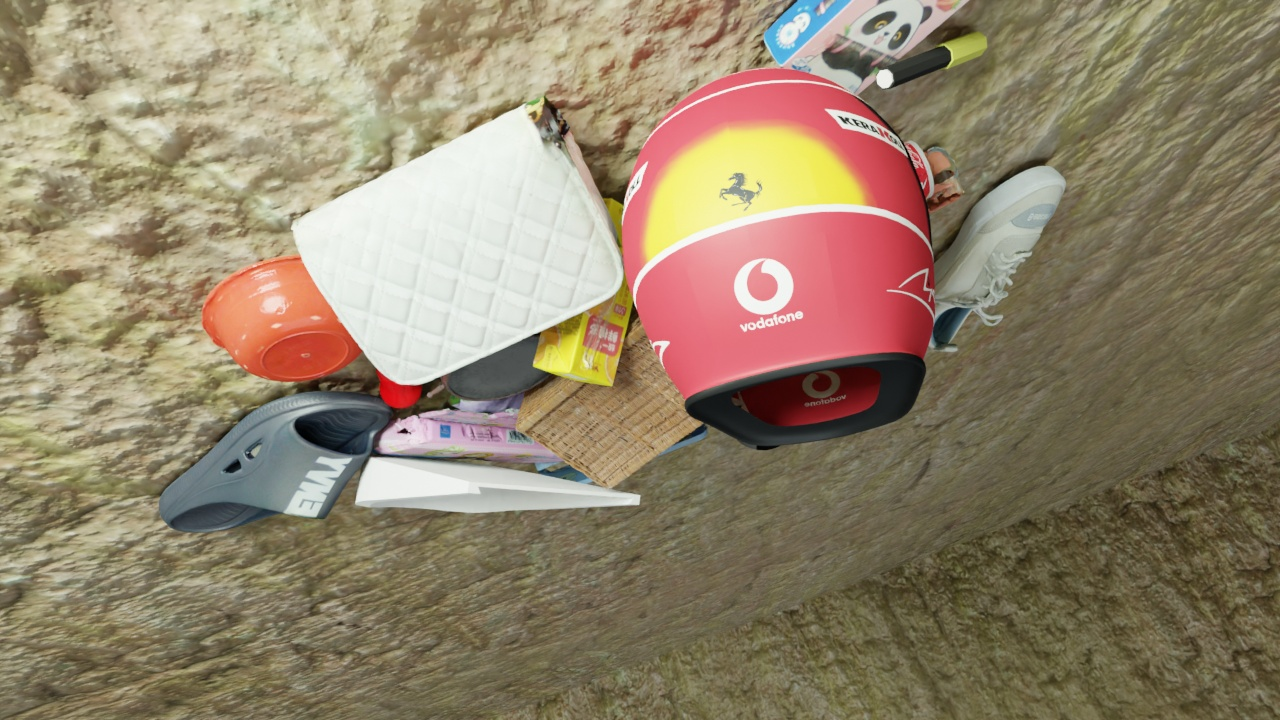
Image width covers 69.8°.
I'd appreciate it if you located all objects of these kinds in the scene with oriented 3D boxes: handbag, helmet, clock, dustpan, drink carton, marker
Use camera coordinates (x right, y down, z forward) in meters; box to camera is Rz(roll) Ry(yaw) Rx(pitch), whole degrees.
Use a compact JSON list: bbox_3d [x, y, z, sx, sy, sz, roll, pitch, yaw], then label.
[{"bbox_3d":[-0.117,-0.079,0.624,0.195,0.072,0.139,-24,122,5],"label":"handbag"},{"bbox_3d":[0.093,-0.075,0.623,0.198,0.224,0.271,-13,164,16],"label":"helmet"},{"bbox_3d":[-0.114,-0.029,0.746,0.120,0.072,0.158,-3,149,-33],"label":"clock"},{"bbox_3d":[-0.161,0.132,0.879,0.191,0.053,0.258,13,174,-44],"label":"dustpan"},{"bbox_3d":[-0.035,-0.051,0.700,0.043,0.134,0.058,10,174,35],"label":"drink carton"},{"bbox_3d":[0.206,-0.213,0.652,0.123,0.017,0.021,-29,-156,-36],"label":"marker"}]

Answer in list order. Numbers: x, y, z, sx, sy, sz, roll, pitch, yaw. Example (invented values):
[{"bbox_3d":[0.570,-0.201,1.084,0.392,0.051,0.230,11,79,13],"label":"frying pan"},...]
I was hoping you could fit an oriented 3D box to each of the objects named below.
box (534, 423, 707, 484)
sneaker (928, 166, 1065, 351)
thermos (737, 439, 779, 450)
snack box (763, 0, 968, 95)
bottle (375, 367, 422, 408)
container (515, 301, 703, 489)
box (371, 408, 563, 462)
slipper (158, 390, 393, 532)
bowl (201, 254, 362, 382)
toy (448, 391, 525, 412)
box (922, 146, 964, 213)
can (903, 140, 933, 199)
[{"bbox_3d":[-0.021,0.109,1.089,0.210,0.059,0.068,-18,171,-6],"label":"box"},{"bbox_3d":[0.368,-0.096,0.965,0.089,0.090,0.243,-6,150,-27],"label":"sneaker"},{"bbox_3d":[0.136,0.023,1.024,0.082,0.082,0.241,-20,154,-3],"label":"thermos"},{"bbox_3d":[0.165,-0.240,0.599,0.154,0.033,0.087,-38,151,31],"label":"snack box"},{"bbox_3d":[-0.205,-0.001,0.771,0.036,0.036,0.119,-13,153,-17],"label":"bottle"},{"bbox_3d":[-0.005,0.004,0.807,0.113,0.112,0.199,35,125,-26],"label":"container"},{"bbox_3d":[-0.131,0.076,0.915,0.160,0.035,0.230,-12,165,40],"label":"box"},{"bbox_3d":[-0.339,0.113,0.840,0.269,0.083,0.110,-31,151,21],"label":"slipper"},{"bbox_3d":[-0.254,-0.022,0.685,0.130,0.045,0.131,-18,154,-9],"label":"bowl"},{"bbox_3d":[-0.131,0.025,0.881,0.080,0.036,0.099,-41,153,15],"label":"toy"},{"bbox_3d":[0.195,-0.128,0.824,0.188,0.056,0.064,-29,117,11],"label":"box"},{"bbox_3d":[0.185,-0.140,0.769,0.105,0.064,0.064,-22,154,1],"label":"can"}]
